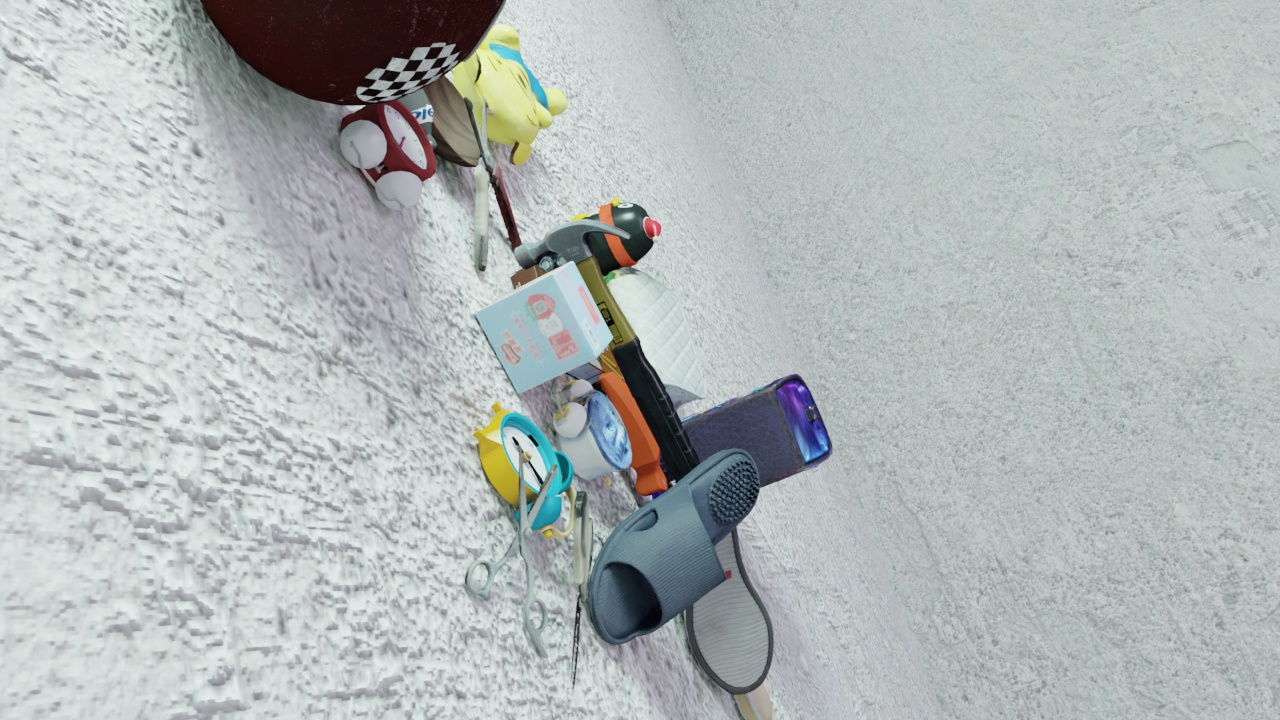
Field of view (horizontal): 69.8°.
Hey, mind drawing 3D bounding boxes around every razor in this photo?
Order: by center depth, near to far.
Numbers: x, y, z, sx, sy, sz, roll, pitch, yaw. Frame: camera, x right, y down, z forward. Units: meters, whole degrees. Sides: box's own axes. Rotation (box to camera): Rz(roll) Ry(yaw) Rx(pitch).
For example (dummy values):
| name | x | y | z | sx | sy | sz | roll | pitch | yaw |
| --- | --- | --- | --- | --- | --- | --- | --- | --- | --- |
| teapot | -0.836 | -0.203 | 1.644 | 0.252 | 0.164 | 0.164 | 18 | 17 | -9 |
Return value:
| name | x | y | z | sx | sy | sz | roll | pitch | yaw |
| --- | --- | --- | --- | --- | --- | --- | --- | --- | --- |
| razor | -0.076 | -0.090 | 1.134 | 0.140 | 0.053 | 0.063 | 47 | 36 | -51 |

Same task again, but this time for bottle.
| name | x | y | z | sx | sy | sz | roll | pitch | yaw |
| --- | --- | --- | --- | --- | --- | --- | --- | --- | --- |
| bottle | -0.232 | -0.254 | 0.889 | 0.112 | 0.047 | 0.047 | 64 | 17 | -7 |

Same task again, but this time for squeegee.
| name | x | y | z | sx | sy | sz | roll | pitch | yaw |
| --- | --- | --- | --- | --- | --- | --- | --- | --- | --- |
| squeegee | -0.004 | 0.100 | 1.076 | 0.249 | 0.055 | 0.185 | -59 | 127 | -75 |

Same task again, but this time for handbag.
| name | x | y | z | sx | sy | sz | roll | pitch | yaw |
| --- | --- | --- | --- | --- | --- | --- | --- | --- | --- |
| handbag | 0.139 | 0.110 | 1.234 | 0.125 | 0.205 | 0.221 | 68 | 15 | 5 |
| handbag | 0.015 | -0.025 | 1.293 | 0.138 | 0.073 | 0.194 | 25 | 42 | -53 |

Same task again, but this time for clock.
| name | x | y | z | sx | sy | sz | roll | pitch | yaw |
| --- | --- | --- | --- | --- | --- | --- | --- | --- | --- |
| clock | -0.098 | 0.099 | 0.817 | 0.129 | 0.044 | 0.099 | 53 | 19 | -15 |
| clock | -0.225 | -0.186 | 0.818 | 0.087 | 0.044 | 0.124 | 54 | 19 | -34 |
| clock | -0.056 | 0.069 | 0.967 | 0.125 | 0.052 | 0.088 | 59 | 18 | -21 |

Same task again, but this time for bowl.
| name | x | y | z | sx | sy | sz | roll | pitch | yaw |
| --- | --- | --- | --- | --- | --- | --- | --- | --- | --- |
| bowl | -0.212 | -0.253 | 0.973 | 0.119 | 0.032 | 0.119 | 56 | 19 | -31 |

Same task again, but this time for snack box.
| name | x | y | z | sx | sy | sz | roll | pitch | yaw |
| --- | --- | --- | --- | --- | --- | --- | --- | --- | --- |
| snack box | -0.094 | -0.034 | 0.919 | 0.093 | 0.095 | 0.079 | 62 | 16 | -9 |
| snack box | -0.080 | -0.032 | 1.072 | 0.186 | 0.032 | 0.101 | 34 | 35 | -61 |

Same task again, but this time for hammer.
| name | x | y | z | sx | sy | sz | roll | pitch | yaw |
| --- | --- | --- | --- | --- | --- | --- | --- | --- | --- |
| hammer | -0.006 | 0.006 | 0.970 | 0.333 | 0.118 | 0.025 | 63 | 17 | -10 |

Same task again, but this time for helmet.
| name | x | y | z | sx | sy | sz | roll | pitch | yaw |
| --- | --- | --- | --- | --- | --- | --- | --- | --- | --- |
| helmet | -0.209 | -0.321 | 0.680 | 0.233 | 0.254 | 0.233 | 57 | 42 | -10 |

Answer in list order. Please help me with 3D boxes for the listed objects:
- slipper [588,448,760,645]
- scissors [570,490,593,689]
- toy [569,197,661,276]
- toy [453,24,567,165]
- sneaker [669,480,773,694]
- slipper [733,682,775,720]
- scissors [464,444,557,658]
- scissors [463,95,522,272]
| name | x | y | z | sx | sy | sz | roll | pitch | yaw |
| --- | --- | --- | --- | --- | --- | --- | --- | --- | --- |
| slipper | 0.054 | 0.174 | 0.904 | 0.262 | 0.083 | 0.101 | -39 | 110 | -37 |
| scissors | -0.054 | 0.189 | 0.798 | 0.163 | 0.012 | 0.154 | -76 | 166 | -69 |
| toy | -0.027 | -0.179 | 1.297 | 0.100 | 0.119 | 0.097 | 67 | 16 | -7 |
| toy | -0.169 | -0.328 | 1.127 | 0.149 | 0.084 | 0.213 | 50 | 22 | -23 |
| sneaker | 0.081 | 0.261 | 1.085 | 0.129 | 0.096 | 0.263 | -170 | -116 | -82 |
| slipper | 0.124 | 0.331 | 1.160 | 0.115 | 0.052 | 0.262 | 28 | 41 | -63 |
| scissors | -0.090 | 0.157 | 0.744 | 0.141 | 0.014 | 0.165 | -42 | 117 | -52 |
| scissors | -0.161 | -0.174 | 0.974 | 0.200 | 0.015 | 0.178 | 74 | 17 | -48 |
